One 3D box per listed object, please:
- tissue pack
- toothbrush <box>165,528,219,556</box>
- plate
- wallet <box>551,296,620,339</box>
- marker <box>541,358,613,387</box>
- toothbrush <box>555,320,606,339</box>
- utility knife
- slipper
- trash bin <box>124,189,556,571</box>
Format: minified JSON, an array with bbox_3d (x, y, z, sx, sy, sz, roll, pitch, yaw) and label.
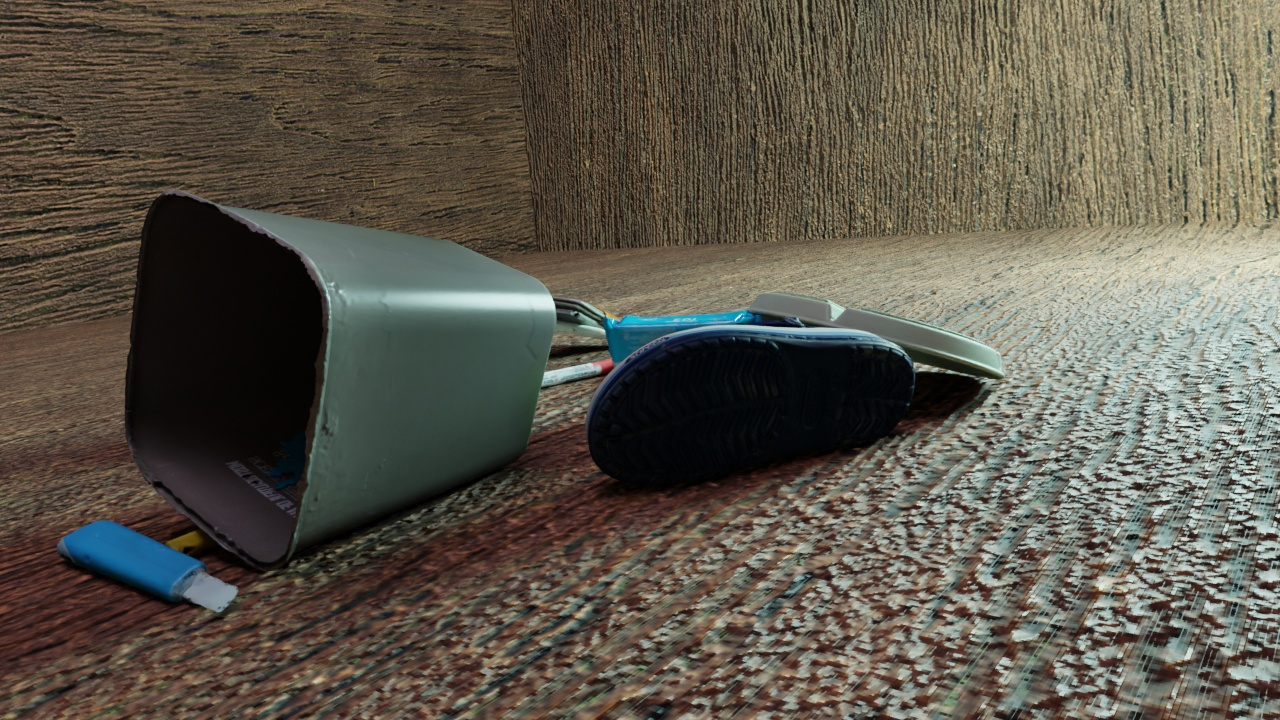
[{"bbox_3d":[0.037,0.004,0.794,0.140,0.090,0.063,-2,11,16],"label":"tissue pack"},{"bbox_3d":[-0.231,0.098,0.629,0.017,0.016,0.189,9,16,31],"label":"toothbrush"},{"bbox_3d":[0.207,-0.024,0.816,0.230,0.027,0.230,15,3,-1],"label":"plate"},{"bbox_3d":[-0.074,-0.057,1.182,0.107,0.037,0.129,10,-9,38],"label":"wallet"},{"bbox_3d":[-0.085,0.017,0.994,0.145,0.017,0.017,-12,12,-32],"label":"marker"},{"bbox_3d":[-0.067,-0.033,1.125,0.190,0.020,0.029,13,-15,17],"label":"toothbrush"},{"bbox_3d":[-0.285,0.120,0.532,0.186,0.018,0.034,4,29,38],"label":"utility knife"},{"bbox_3d":[0.076,0.017,0.657,0.252,0.105,0.095,-7,18,-20],"label":"slipper"},{"bbox_3d":[-0.194,0.003,0.626,0.199,0.199,0.219,25,18,31],"label":"trash bin"}]
